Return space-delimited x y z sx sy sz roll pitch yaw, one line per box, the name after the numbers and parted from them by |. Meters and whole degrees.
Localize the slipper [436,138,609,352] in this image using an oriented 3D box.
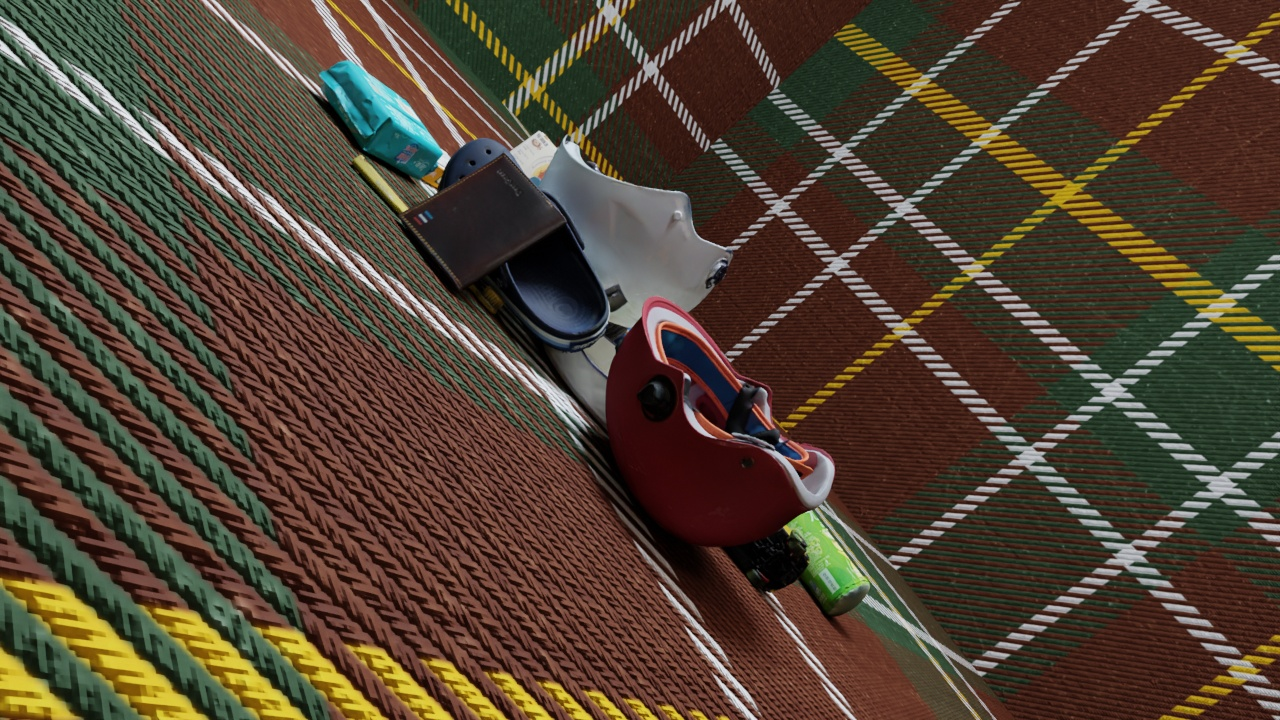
-0.119 -0.120 0.900 0.252 0.105 0.095 55 -25 15 | slipper

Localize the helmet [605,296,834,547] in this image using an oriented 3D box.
0.047 0.071 0.839 0.240 0.144 0.206 50 18 20 | helmet

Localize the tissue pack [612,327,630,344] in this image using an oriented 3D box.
-0.007 0.007 1.181 0.157 0.052 0.095 48 15 18 | tissue pack

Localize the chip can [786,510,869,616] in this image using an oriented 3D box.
0.224 0.246 1.263 0.221 0.072 0.072 55 9 33 | chip can

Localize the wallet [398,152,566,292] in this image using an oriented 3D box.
-0.144 -0.128 0.842 0.096 0.122 0.020 50 -19 13 | wallet

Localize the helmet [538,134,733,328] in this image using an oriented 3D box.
-0.024 -0.118 1.041 0.229 0.146 0.258 34 -4 24 | helmet

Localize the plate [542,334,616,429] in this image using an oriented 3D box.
-0.034 0.023 0.996 0.205 0.045 0.204 48 8 -10 | plate

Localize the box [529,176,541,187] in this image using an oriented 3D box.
-0.128 -0.177 1.293 0.184 0.090 0.062 50 8 28 | box

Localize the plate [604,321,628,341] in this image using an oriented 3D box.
-0.082 -0.098 1.133 0.179 0.024 0.179 22 52 -31 | plate

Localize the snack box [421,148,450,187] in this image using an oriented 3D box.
-0.253 -0.239 1.107 0.075 0.026 0.153 50 7 12 | snack box

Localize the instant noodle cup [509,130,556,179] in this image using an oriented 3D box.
-0.172 -0.280 1.408 0.116 0.124 0.116 48 8 -4 | instant noodle cup

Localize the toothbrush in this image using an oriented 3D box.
-0.197 -0.118 0.860 0.190 0.016 0.015 48 7 -11 | toothbrush

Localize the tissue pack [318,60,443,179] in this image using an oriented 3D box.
-0.272 -0.250 0.964 0.093 0.050 0.133 53 9 15 | tissue pack

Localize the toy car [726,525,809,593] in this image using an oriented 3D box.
0.116 0.178 0.984 0.156 0.071 0.041 48 9 1 | toy car
